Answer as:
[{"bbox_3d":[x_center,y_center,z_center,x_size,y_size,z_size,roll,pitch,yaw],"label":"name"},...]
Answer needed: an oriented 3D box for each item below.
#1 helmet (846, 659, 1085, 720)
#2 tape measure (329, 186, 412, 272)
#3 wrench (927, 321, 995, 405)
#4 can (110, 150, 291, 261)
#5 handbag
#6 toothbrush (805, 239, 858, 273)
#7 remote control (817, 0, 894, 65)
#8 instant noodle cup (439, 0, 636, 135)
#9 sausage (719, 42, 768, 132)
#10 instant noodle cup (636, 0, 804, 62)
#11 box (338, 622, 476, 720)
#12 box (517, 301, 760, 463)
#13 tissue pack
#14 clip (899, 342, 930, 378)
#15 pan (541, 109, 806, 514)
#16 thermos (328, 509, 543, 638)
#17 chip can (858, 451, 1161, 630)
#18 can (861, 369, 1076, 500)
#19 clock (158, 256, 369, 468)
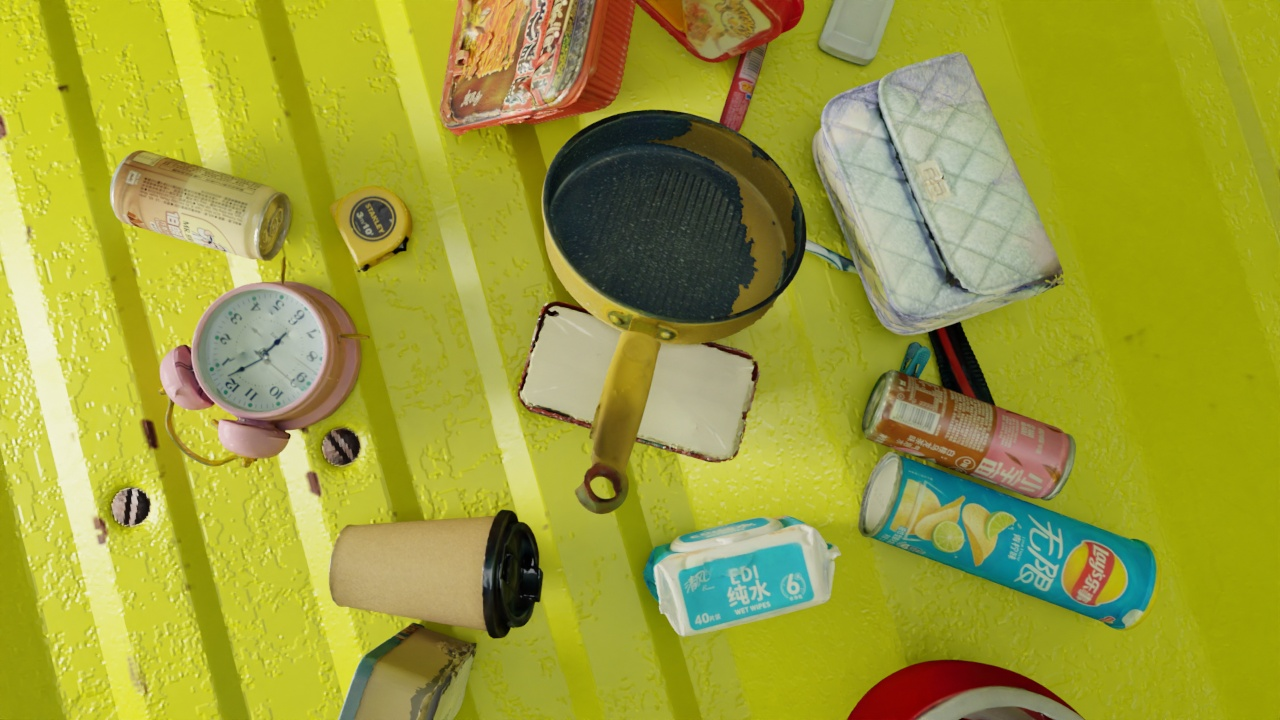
[{"bbox_3d":[0.227,0.322,0.654,0.207,0.144,0.240,9,99,-1],"label":"helmet"},{"bbox_3d":[-0.209,-0.107,0.722,0.057,0.029,0.060,-28,87,-3],"label":"tape measure"},{"bbox_3d":[0.241,-0.054,0.743,0.056,0.016,0.273,-14,86,1],"label":"wrench"},{"bbox_3d":[-0.335,-0.118,0.702,0.116,0.058,0.058,16,85,-1],"label":"can"},{"bbox_3d":[0.221,-0.124,0.695,0.134,0.075,0.193,-19,80,-3],"label":"handbag"},{"bbox_3d":[0.155,-0.078,0.735,0.191,0.016,0.018,26,101,5],"label":"toothbrush"},{"bbox_3d":[0.189,-0.308,0.756,0.049,0.024,0.125,20,85,-1],"label":"remote control"},{"bbox_3d":[-0.072,-0.249,0.687,0.079,0.189,0.164,14,85,-43],"label":"instant noodle cup"},{"bbox_3d":[0.091,-0.249,0.750,0.020,0.020,0.155,17,85,-1],"label":"sausage"},{"bbox_3d":[0.070,-0.315,0.703,0.116,0.117,0.124,33,70,-31],"label":"instant noodle cup"},{"bbox_3d":[-0.159,0.237,0.622,0.060,0.184,0.089,17,80,2],"label":"box"},{"bbox_3d":[-0.002,0.019,0.682,0.168,0.076,0.091,16,84,-1],"label":"box"},{"bbox_3d":[0.073,0.155,0.683,0.140,0.090,0.063,-13,87,-3],"label":"tissue pack"},{"bbox_3d":[0.214,0.012,0.734,0.013,0.033,0.054,21,99,1],"label":"clip"},{"bbox_3d":[0.009,-0.046,0.629,0.197,0.078,0.356,16,58,-1],"label":"pan"},{"bbox_3d":[-0.150,0.156,0.679,0.143,0.093,0.093,1,85,6],"label":"thermos"},{"bbox_3d":[0.279,0.138,0.702,0.210,0.071,0.071,20,85,-1],"label":"chip can"},{"bbox_3d":[0.248,0.057,0.701,0.147,0.058,0.058,20,85,4],"label":"can"},{"bbox_3d":[-0.290,0.009,0.694,0.117,0.060,0.158,42,87,2],"label":"clock"}]
